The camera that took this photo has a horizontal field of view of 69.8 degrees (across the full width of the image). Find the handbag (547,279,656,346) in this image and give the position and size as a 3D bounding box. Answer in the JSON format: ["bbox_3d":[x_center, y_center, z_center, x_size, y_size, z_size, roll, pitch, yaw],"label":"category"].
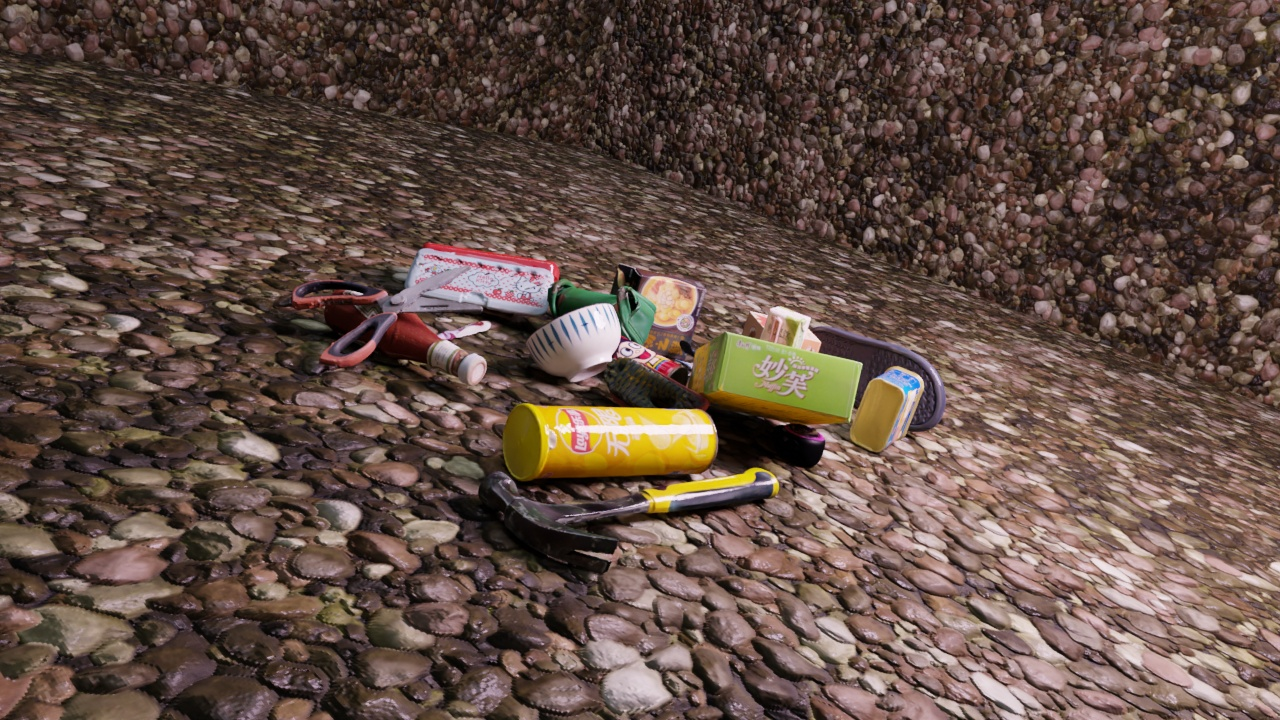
[{"bbox_3d":[-0.051,-0.068,1.242,0.131,0.067,0.120,12,-20,22],"label":"handbag"}]

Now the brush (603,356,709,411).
[{"bbox_3d":[0.016,0.045,1.075,0.146,0.063,0.069,31,-8,42],"label":"brush"}]

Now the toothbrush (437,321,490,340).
[{"bbox_3d":[-0.240,-0.035,1.150,0.016,0.017,0.187,23,19,19],"label":"toothbrush"}]

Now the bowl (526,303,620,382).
[{"bbox_3d":[-0.074,-0.015,1.118,0.116,0.117,0.066,-10,72,-55],"label":"bowl"}]

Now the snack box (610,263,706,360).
[{"bbox_3d":[0.018,-0.070,1.331,0.125,0.113,0.053,10,18,-17],"label":"snack box"}]

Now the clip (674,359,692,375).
[{"bbox_3d":[0.068,0.011,1.285,0.027,0.043,0.058,25,11,34],"label":"clip"}]

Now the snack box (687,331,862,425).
[{"bbox_3d":[0.148,0.026,1.077,0.157,0.070,0.210,13,-7,-4],"label":"snack box"}]

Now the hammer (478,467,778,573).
[{"bbox_3d":[0.018,0.131,0.846,0.322,0.032,0.126,0,24,-44],"label":"hammer"}]

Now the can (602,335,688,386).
[{"bbox_3d":[-0.007,0.007,1.171,0.133,0.053,0.053,27,20,31],"label":"can"}]

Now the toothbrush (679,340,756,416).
[{"bbox_3d":[0.108,0.024,1.262,0.017,0.014,0.189,35,8,-46],"label":"toothbrush"}]

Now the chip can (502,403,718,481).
[{"bbox_3d":[-0.026,0.080,0.899,0.213,0.072,0.072,3,22,-37],"label":"chip can"}]

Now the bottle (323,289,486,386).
[{"bbox_3d":[-0.263,-0.025,1.028,0.206,0.060,0.059,24,19,22],"label":"bottle"}]

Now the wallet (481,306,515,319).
[{"bbox_3d":[-0.232,-0.092,1.336,0.115,0.020,0.101,12,18,-3],"label":"wallet"}]

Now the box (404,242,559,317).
[{"bbox_3d":[-0.220,-0.122,1.307,0.201,0.074,0.154,9,24,0],"label":"box"}]

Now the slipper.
[{"bbox_3d":[0.357,0.019,1.380,0.083,0.111,0.268,5,17,-40],"label":"slipper"}]

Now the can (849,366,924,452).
[{"bbox_3d":[0.325,0.065,1.214,0.057,0.102,0.083,26,21,26],"label":"can"}]

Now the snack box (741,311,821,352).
[{"bbox_3d":[0.210,-0.018,1.405,0.094,0.077,0.092,12,18,-12],"label":"snack box"}]

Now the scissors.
[{"bbox_3d":[-0.286,-0.059,1.006,0.189,0.015,0.224,28,52,26],"label":"scissors"}]

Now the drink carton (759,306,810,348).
[{"bbox_3d":[0.192,-0.011,1.292,0.053,0.123,0.045,26,21,27],"label":"drink carton"}]

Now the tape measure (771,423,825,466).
[{"bbox_3d":[0.190,0.098,1.091,0.058,0.039,0.057,13,17,-10],"label":"tape measure"}]
